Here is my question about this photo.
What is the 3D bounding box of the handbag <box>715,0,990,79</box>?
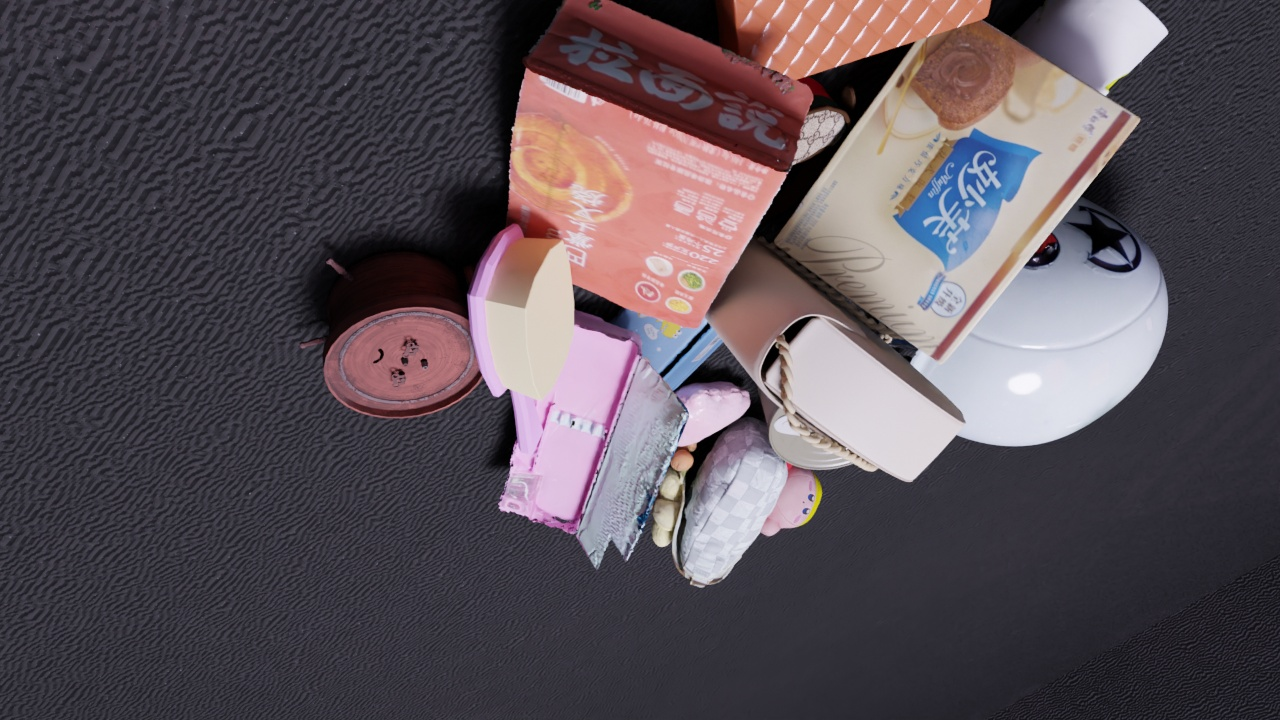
[{"bbox_3d":[0.132,-0.251,0.573,0.172,0.060,0.109,-18,147,-1],"label":"handbag"}]

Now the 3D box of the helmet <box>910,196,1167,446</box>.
[{"bbox_3d":[0.371,-0.017,0.841,0.263,0.164,0.237,-34,147,-28],"label":"helmet"}]

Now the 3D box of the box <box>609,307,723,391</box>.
[{"bbox_3d":[-0.001,0.015,0.835,0.120,0.049,0.210,18,127,-39],"label":"box"}]

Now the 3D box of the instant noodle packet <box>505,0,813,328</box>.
[{"bbox_3d":[-0.006,-0.105,0.612,0.164,0.083,0.221,22,144,-1],"label":"instant noodle packet"}]

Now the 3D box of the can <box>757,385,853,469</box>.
[{"bbox_3d":[0.183,0.038,0.905,0.128,0.073,0.128,-3,132,-4],"label":"can"}]

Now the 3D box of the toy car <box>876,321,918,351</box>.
[{"bbox_3d":[0.253,-0.054,0.856,0.056,0.054,0.153,14,159,18],"label":"toy car"}]

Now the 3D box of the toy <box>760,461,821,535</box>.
[{"bbox_3d":[0.174,0.149,1.079,0.131,0.097,0.124,27,81,-36],"label":"toy"}]

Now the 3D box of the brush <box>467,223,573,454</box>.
[{"bbox_3d":[-0.083,0.001,0.702,0.043,0.089,0.229,13,141,12],"label":"brush"}]

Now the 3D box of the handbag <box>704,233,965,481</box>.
[{"bbox_3d":[0.150,-0.007,0.711,0.208,0.210,0.103,31,105,-30],"label":"handbag"}]

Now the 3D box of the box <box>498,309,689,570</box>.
[{"bbox_3d":[-0.038,0.078,0.811,0.066,0.159,0.231,-33,150,-49],"label":"box"}]

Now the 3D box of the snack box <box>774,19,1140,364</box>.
[{"bbox_3d":[0.219,-0.125,0.658,0.208,0.153,0.055,-56,166,17],"label":"snack box"}]

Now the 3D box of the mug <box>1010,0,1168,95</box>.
[{"bbox_3d":[0.315,-0.225,0.679,0.082,0.082,0.106,16,127,-39],"label":"mug"}]

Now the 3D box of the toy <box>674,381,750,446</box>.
[{"bbox_3d":[0.054,0.050,0.901,0.102,0.050,0.093,-29,154,13],"label":"toy"}]

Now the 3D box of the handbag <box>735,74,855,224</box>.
[{"bbox_3d":[0.086,-0.147,0.689,0.166,0.063,0.138,-32,158,5],"label":"handbag"}]

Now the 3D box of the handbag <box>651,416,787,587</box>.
[{"bbox_3d":[0.078,0.134,0.971,0.123,0.112,0.172,26,115,-4],"label":"handbag"}]

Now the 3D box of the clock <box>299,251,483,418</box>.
[{"bbox_3d":[-0.165,-0.020,0.692,0.157,0.072,0.121,6,134,-31],"label":"clock"}]

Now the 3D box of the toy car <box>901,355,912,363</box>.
[{"bbox_3d":[0.256,0.037,0.975,0.048,0.033,0.106,-3,139,-19],"label":"toy car"}]
